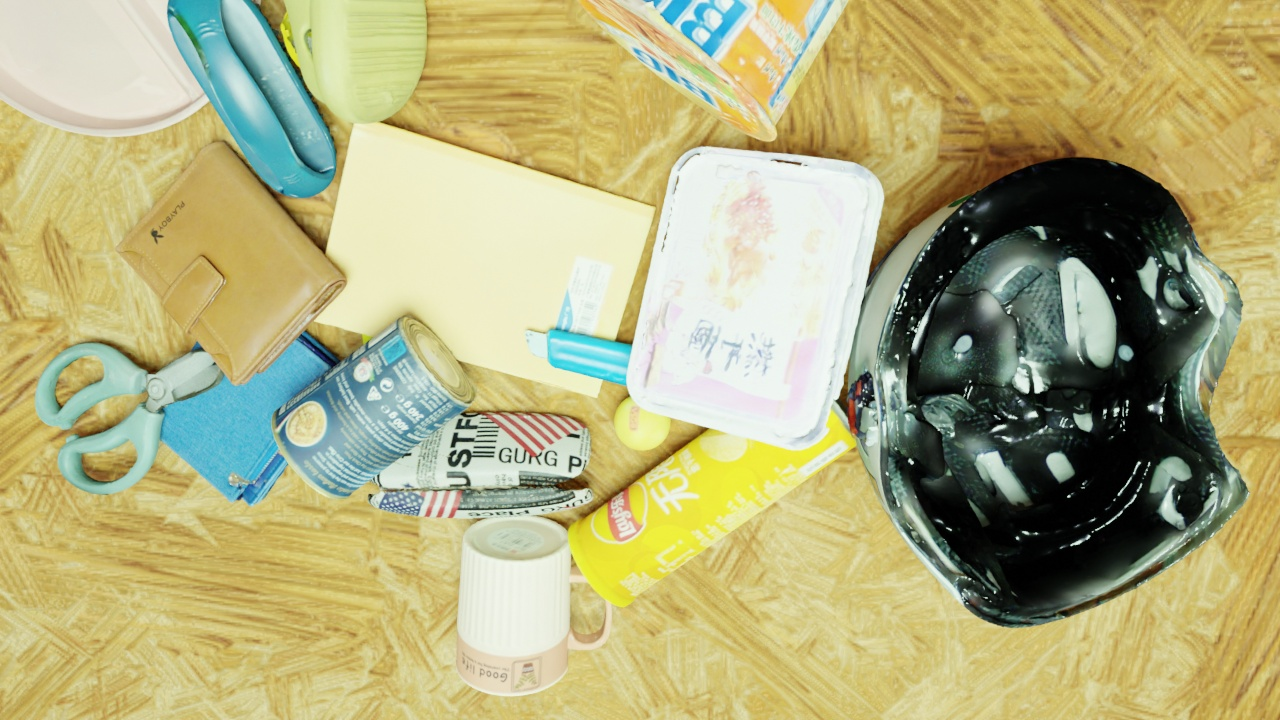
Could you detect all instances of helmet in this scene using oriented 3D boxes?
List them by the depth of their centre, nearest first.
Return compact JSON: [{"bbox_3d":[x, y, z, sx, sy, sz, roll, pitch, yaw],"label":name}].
[{"bbox_3d":[0.226,0.015,0.571,0.230,0.157,0.274,-22,103,-7],"label":"helmet"}]

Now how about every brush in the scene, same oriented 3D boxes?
[{"bbox_3d":[-0.236,-0.162,0.562,0.055,0.073,0.144,-22,125,-1],"label":"brush"}]

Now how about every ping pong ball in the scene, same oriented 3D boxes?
[{"bbox_3d":[0.001,0.044,0.651,0.040,0.040,0.040,1,107,2],"label":"ping pong ball"}]

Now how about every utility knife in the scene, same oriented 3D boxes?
[{"bbox_3d":[-0.004,0.004,0.643,0.159,0.018,0.034,13,110,-8],"label":"utility knife"}]

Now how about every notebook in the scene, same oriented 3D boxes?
[{"bbox_3d":[-0.108,-0.066,0.627,0.206,0.010,0.146,15,107,-8],"label":"notebook"}]

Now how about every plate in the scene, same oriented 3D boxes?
[{"bbox_3d":[-0.348,-0.259,0.578,0.229,0.028,0.230,1,108,2],"label":"plate"}]

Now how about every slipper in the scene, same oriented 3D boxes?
[{"bbox_3d":[-0.184,-0.242,0.556,0.082,0.091,0.191,9,108,26],"label":"slipper"}]

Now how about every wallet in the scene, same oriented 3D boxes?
[{"bbox_3d":[-0.274,-0.064,0.615,0.108,0.031,0.132,-43,83,8],"label":"wallet"},{"bbox_3d":[-0.282,0.027,0.660,0.106,0.040,0.133,40,105,0],"label":"wallet"}]

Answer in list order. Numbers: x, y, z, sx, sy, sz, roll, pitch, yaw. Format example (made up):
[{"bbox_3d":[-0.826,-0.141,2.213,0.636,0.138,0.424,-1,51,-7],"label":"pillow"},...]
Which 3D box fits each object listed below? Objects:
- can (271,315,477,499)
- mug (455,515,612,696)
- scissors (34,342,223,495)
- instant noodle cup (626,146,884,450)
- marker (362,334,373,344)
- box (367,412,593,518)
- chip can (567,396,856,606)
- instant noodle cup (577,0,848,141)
[{"bbox_3d":[-0.174,0.030,0.608,0.111,0.075,0.075,-36,103,6],"label":"can"},{"bbox_3d":[-0.077,0.178,0.676,0.114,0.081,0.106,4,106,-3],"label":"mug"},{"bbox_3d":[-0.371,0.012,0.655,0.185,0.019,0.130,-41,84,16],"label":"scissors"},{"bbox_3d":[0.076,-0.040,0.582,0.138,0.060,0.173,13,94,26],"label":"instant noodle cup"},{"bbox_3d":[-0.189,-0.060,0.640,0.018,0.015,0.124,0,108,-2],"label":"marker"},{"bbox_3d":[-0.115,0.090,0.665,0.163,0.076,0.088,-1,128,0],"label":"box"},{"bbox_3d":[0.051,0.088,0.646,0.214,0.072,0.072,-37,102,13],"label":"chip can"},{"bbox_3d":[0.048,-0.214,0.519,0.151,0.151,0.111,36,97,-8],"label":"instant noodle cup"}]
